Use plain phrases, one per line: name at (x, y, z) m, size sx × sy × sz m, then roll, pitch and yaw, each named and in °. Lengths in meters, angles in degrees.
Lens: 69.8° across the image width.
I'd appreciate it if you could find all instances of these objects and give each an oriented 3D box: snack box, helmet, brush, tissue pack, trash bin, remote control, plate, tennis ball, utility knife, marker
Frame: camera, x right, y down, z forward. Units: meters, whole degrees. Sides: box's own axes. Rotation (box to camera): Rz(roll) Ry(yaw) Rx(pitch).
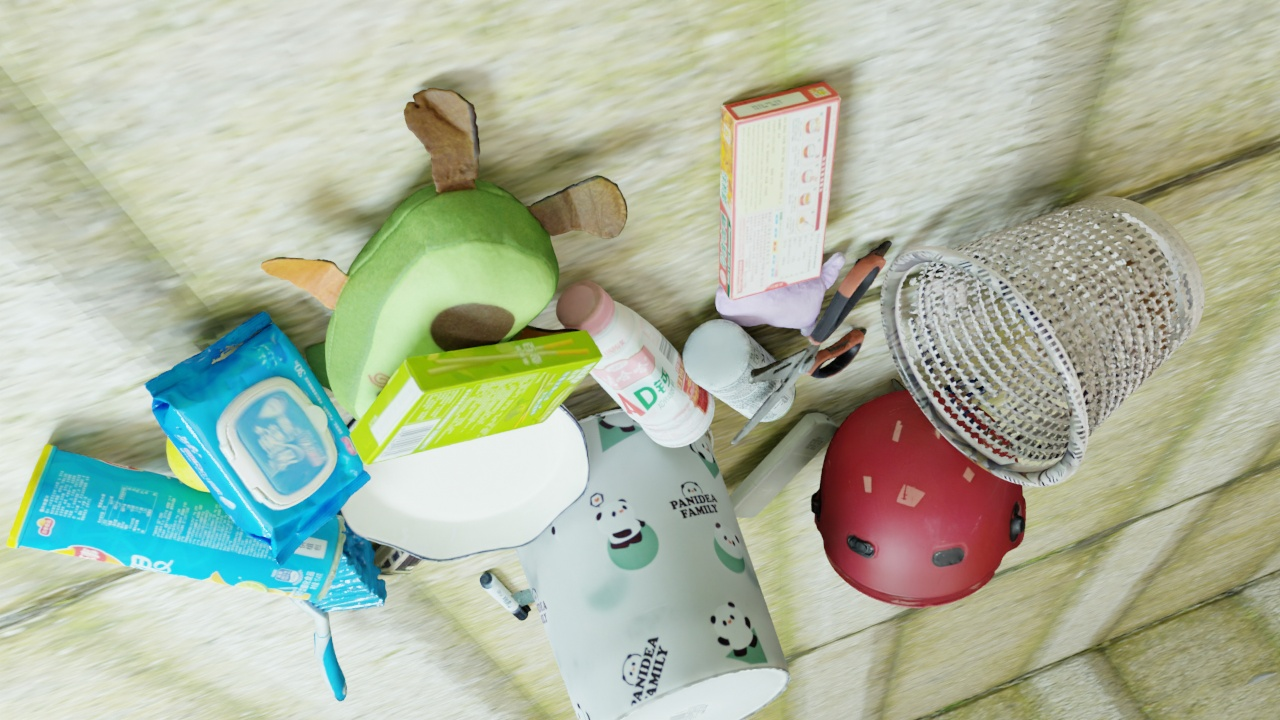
snack box at (-0.104, 0.022, 0.605) m, size 0.156 × 0.026 × 0.086 m, roll -12°, pitch 153°, yaw -48°
helmet at (0.275, 0.117, 0.917) m, size 0.207 × 0.239 × 0.144 m, roll 3°, pitch 118°, yaw 23°
brush at (-0.288, 0.231, 0.861) m, size 0.109 × 0.060 × 0.315 m, roll -14°, pitch 134°, yaw -3°
tissue pack at (-0.247, 0.055, 0.615) m, size 0.094 × 0.052 × 0.157 m, roll -44°, pitch 125°, yaw -34°
trash bin at (0.354, -0.035, 0.789) m, size 0.192 × 0.227 × 0.228 m, roll -29°, pitch 146°, yaw -14°
remote control at (0.151, 0.115, 0.994) m, size 0.058 × 0.021 × 0.150 m, roll 16°, pitch 120°, yaw -50°
plate at (-0.145, 0.081, 0.746) m, size 0.204 × 0.045 × 0.205 m, roll -7°, pitch 129°, yaw -9°
trash bin at (0.006, 0.208, 0.850) m, size 0.229 × 0.251 × 0.230 m, roll -15°, pitch 145°, yaw -11°
snack box at (0.097, -0.116, 0.658) m, size 0.077 × 0.027 × 0.156 m, roll -15°, pitch 136°, yaw -11°
tennis ball at (-0.299, 0.061, 0.649) m, size 0.065 × 0.065 × 0.066 m, roll -15°, pitch 144°, yaw -12°
utility knife at (-0.037, 0.224, 0.997) m, size 0.219 × 0.033 × 0.015 m, roll -20°, pitch 135°, yaw 1°
marker at (-0.153, 0.269, 1.046) m, size 0.022 × 0.018 × 0.131 m, roll -44°, pitch 148°, yaw -15°

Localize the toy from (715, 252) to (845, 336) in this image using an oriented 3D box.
toy at (0.112, -0.056, 0.753) m, size 0.108 × 0.039 × 0.084 m, roll 4°, pitch 125°, yaw -24°

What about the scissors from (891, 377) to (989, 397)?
scissors at (0.316, 0.054, 1.034) m, size 0.176 × 0.012 × 0.162 m, roll -19°, pitch 144°, yaw -2°

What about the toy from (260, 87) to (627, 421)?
toy at (-0.126, -0.042, 0.594) m, size 0.226 × 0.090 × 0.247 m, roll 18°, pitch 125°, yaw -34°

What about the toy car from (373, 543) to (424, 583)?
toy car at (-0.233, 0.189, 0.881) m, size 0.042 × 0.035 × 0.091 m, roll 18°, pitch 130°, yaw -41°

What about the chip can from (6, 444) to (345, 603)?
chip can at (-0.330, 0.123, 0.669) m, size 0.210 × 0.071 × 0.071 m, roll 21°, pitch 127°, yaw -29°

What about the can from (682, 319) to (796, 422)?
can at (0.089, 0.012, 0.794) m, size 0.058 × 0.058 × 0.146 m, roll -33°, pitch 153°, yaw 14°

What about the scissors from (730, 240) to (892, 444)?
scissors at (0.151, -0.008, 0.788) m, size 0.225 × 0.015 × 0.189 m, roll -52°, pitch 155°, yaw -5°

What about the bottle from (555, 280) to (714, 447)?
bottle at (-0.004, 0.004, 0.743) m, size 0.068 × 0.068 × 0.197 m, roll -31°, pitch 142°, yaw 10°
